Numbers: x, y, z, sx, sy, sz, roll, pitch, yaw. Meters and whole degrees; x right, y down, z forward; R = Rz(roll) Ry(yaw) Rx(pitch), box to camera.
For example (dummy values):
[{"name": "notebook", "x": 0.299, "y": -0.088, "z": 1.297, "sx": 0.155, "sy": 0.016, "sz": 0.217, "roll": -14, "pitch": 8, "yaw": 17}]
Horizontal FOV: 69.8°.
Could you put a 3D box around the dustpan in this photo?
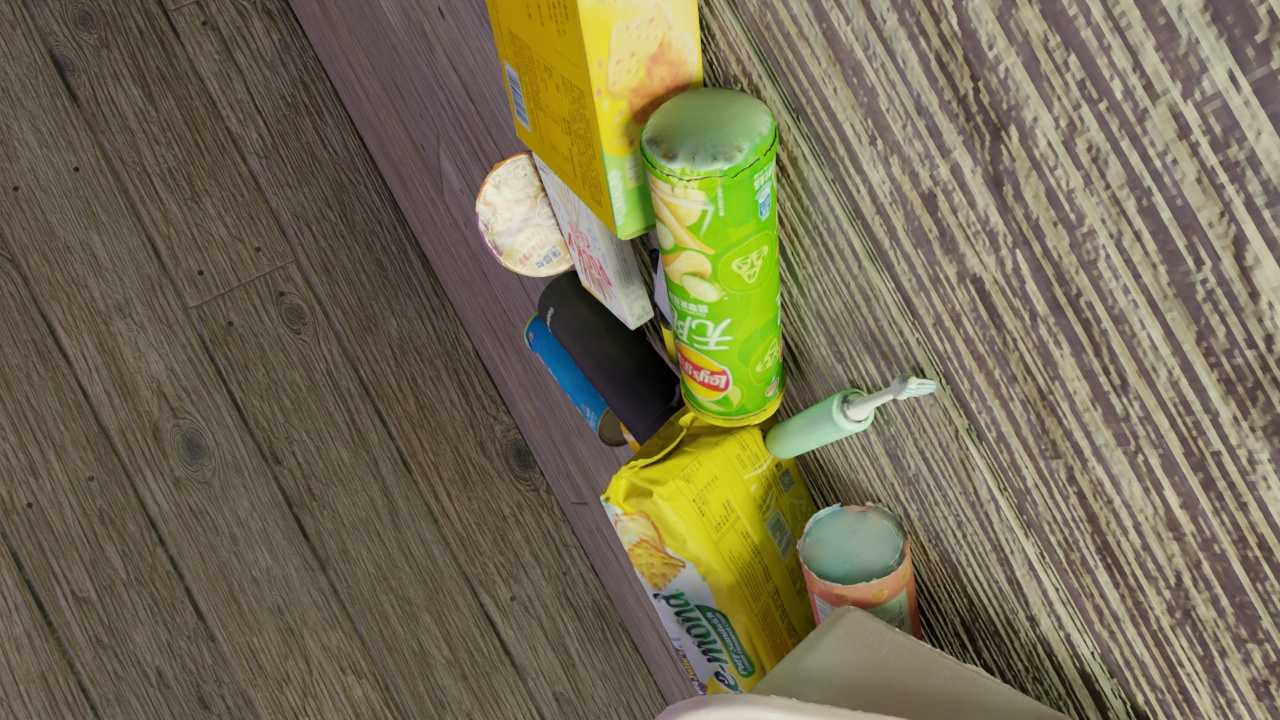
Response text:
[{"name": "dustpan", "x": 0.142, "y": 0.265, "z": 0.510, "sx": 0.274, "sy": 0.138, "sz": 0.223, "roll": 25, "pitch": 141, "yaw": 43}]

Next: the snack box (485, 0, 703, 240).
[{"name": "snack box", "x": -0.032, "y": -0.198, "z": 0.526, "sx": 0.157, "sy": 0.070, "sz": 0.210, "roll": 50, "pitch": 158, "yaw": 42}]

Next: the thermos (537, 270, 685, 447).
[{"name": "thermos", "x": -0.005, "y": 0.005, "z": 0.823, "sx": 0.242, "sy": 0.068, "sz": 0.090, "roll": 49, "pitch": 137, "yaw": 36}]

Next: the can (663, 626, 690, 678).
[{"name": "can", "x": 0.089, "y": 0.216, "z": 0.786, "sx": 0.053, "sy": 0.134, "sz": 0.053, "roll": 57, "pitch": 166, "yaw": 22}]

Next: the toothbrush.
[{"name": "toothbrush", "x": 0.117, "y": 0.034, "z": 0.551, "sx": 0.225, "sy": 0.027, "sz": 0.026, "roll": 122, "pitch": 151, "yaw": -75}]

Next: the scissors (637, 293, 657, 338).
[{"name": "scissors", "x": -0.012, "y": -0.044, "z": 0.898, "sx": 0.226, "sy": 0.015, "sz": 0.189, "roll": 37, "pitch": 152, "yaw": 61}]

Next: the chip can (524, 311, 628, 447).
[{"name": "chip can", "x": -0.067, "y": 0.015, "z": 1.099, "sx": 0.210, "sy": 0.071, "sz": 0.071, "roll": 48, "pitch": 161, "yaw": 45}]

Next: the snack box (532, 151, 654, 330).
[{"name": "snack box", "x": -0.038, "y": -0.104, "z": 0.771, "sx": 0.084, "sy": 0.026, "sz": 0.157, "roll": 43, "pitch": 161, "yaw": 40}]

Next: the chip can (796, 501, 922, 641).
[{"name": "chip can", "x": 0.157, "y": 0.194, "z": 0.622, "sx": 0.071, "sy": 0.071, "sz": 0.215, "roll": 45, "pitch": 158, "yaw": 52}]

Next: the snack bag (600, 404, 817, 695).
[{"name": "snack bag", "x": 0.078, "y": 0.144, "z": 0.671, "sx": 0.068, "sy": 0.157, "sz": 0.246, "roll": -14, "pitch": 108, "yaw": 42}]

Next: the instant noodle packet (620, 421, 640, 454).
[{"name": "instant noodle packet", "x": 0.021, "y": 0.079, "z": 0.953, "sx": 0.111, "sy": 0.044, "sz": 0.128, "roll": 66, "pitch": 161, "yaw": -14}]

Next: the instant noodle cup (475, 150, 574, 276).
[{"name": "instant noodle cup", "x": -0.100, "y": -0.141, "z": 0.861, "sx": 0.099, "sy": 0.111, "sz": 0.111, "roll": -128, "pitch": 14, "yaw": -72}]

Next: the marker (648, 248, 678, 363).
[{"name": "marker", "x": 0.022, "y": -0.045, "z": 0.774, "sx": 0.018, "sy": 0.015, "sz": 0.124, "roll": 49, "pitch": 160, "yaw": 43}]

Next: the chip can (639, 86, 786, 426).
[{"name": "chip can", "x": 0.048, "y": -0.052, "z": 0.539, "sx": 0.072, "sy": 0.072, "sz": 0.222, "roll": 51, "pitch": 163, "yaw": 38}]

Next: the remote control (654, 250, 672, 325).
[{"name": "remote control", "x": 0.034, "y": -0.053, "z": 0.665, "sx": 0.056, "sy": 0.020, "sz": 0.136, "roll": 55, "pitch": 169, "yaw": 14}]
